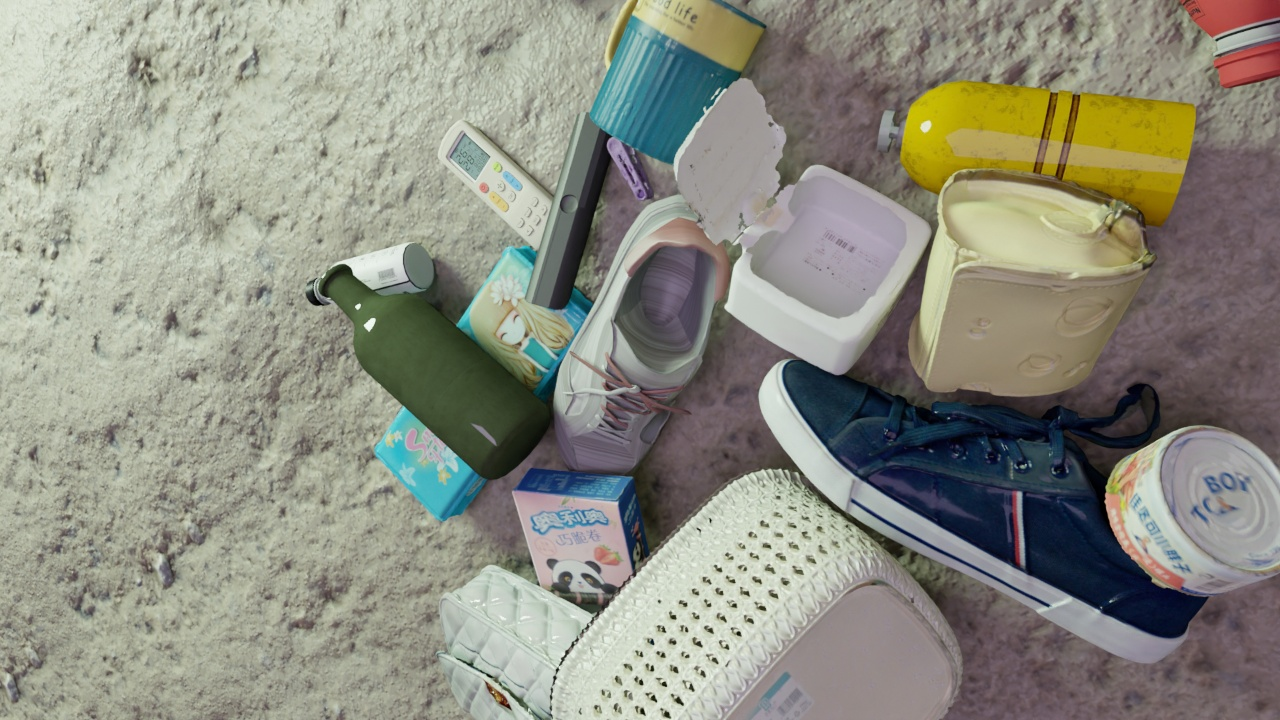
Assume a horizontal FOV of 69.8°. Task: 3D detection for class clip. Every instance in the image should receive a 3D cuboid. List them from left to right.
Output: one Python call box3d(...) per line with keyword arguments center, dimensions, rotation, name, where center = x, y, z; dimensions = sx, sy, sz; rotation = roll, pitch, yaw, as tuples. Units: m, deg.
box3d(center=(-0.006, -0.140, 0.671), dimensions=(0.013, 0.033, 0.051), rotation=(-26, 96, 27), name="clip")

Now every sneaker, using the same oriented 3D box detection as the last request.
box3d(center=(-0.004, 0.003, 0.643), dimensions=(0.099, 0.089, 0.236), rotation=(19, 111, -4), name="sneaker")
box3d(center=(0.219, 0.056, 0.567), dimensions=(0.294, 0.120, 0.127), rotation=(29, 122, 13), name="sneaker")

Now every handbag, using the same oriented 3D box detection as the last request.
box3d(center=(-0.084, 0.251, 0.707), dimensions=(0.195, 0.072, 0.139), rotation=(11, 117, 48), name="handbag")
box3d(center=(0.220, -0.041, 0.530), dimensions=(0.111, 0.081, 0.119), rotation=(9, 143, 13), name="handbag")

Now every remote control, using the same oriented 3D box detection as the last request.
box3d(center=(-0.107, -0.137, 0.715), dimensions=(0.125, 0.018, 0.038), rotation=(43, 113, 11), name="remote control")
box3d(center=(-0.052, -0.110, 0.679), dimensions=(0.033, 0.015, 0.147), rotation=(16, 90, 14), name="remote control")

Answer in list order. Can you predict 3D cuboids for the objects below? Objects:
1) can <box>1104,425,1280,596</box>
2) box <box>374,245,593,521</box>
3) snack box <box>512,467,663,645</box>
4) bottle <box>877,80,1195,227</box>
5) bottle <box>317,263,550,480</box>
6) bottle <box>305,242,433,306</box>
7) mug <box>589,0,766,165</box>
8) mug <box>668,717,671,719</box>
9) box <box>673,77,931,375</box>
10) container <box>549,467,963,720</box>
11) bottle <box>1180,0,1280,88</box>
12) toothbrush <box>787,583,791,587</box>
box3d(center=(0.303, 0.081, 0.496), dimensions=(0.086, 0.086, 0.043), rotation=(41, 152, 11), name="can")
box3d(center=(-0.127, 0.022, 0.744), dimensions=(0.094, 0.039, 0.227), rotation=(42, 111, 12), name="box")
box3d(center=(-0.038, 0.154, 0.704), dimensions=(0.088, 0.033, 0.154), rotation=(3, 123, 22), name="snack box")
box3d(center=(0.226, -0.126, 0.545), dimensions=(0.164, 0.071, 0.071), rotation=(12, 104, 19), name="bottle")
box3d(center=(-0.163, 0.000, 0.695), dimensions=(0.207, 0.071, 0.072), rotation=(40, 112, 14), name="bottle")
box3d(center=(-0.231, -0.067, 0.768), dimensions=(0.116, 0.041, 0.041), rotation=(-11, 95, 24), name="bottle")
box3d(center=(0.015, -0.203, 0.624), dimensions=(0.113, 0.083, 0.107), rotation=(48, 120, 39), name="mug")
box3d(center=(0.014, 0.327, 0.716), dimensions=(0.106, 0.082, 0.082), rotation=(-27, 89, 25), name="mug")
box3d(center=(0.091, -0.083, 0.578), dimensions=(0.189, 0.101, 0.111), rotation=(38, 71, -5), name="box")
box3d(center=(0.075, 0.199, 0.575), dimensions=(0.251, 0.143, 0.185), rotation=(-45, 110, -8), name="container")
box3d(center=(0.318, -0.237, 0.490), dimensions=(0.062, 0.062, 0.176), rotation=(-10, 96, 24), name="bottle")
box3d(center=(0.175, 0.231, 0.665), dimensions=(0.187, 0.017, 0.012), rotation=(45, 97, 10), name="toothbrush")
